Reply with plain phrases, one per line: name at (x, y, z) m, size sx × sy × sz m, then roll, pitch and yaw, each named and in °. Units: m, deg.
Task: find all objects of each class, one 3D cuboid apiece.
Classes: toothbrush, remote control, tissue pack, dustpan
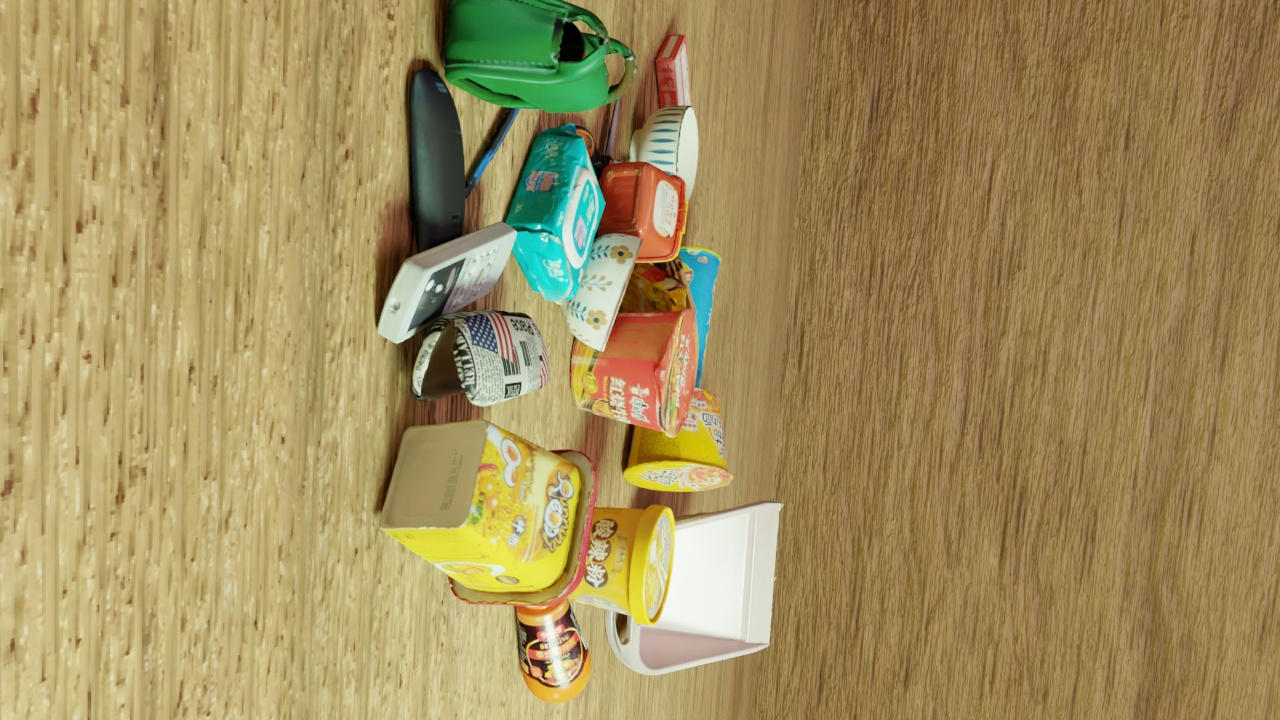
toothbrush at (-0.106, -0.192, 0.730) m, size 0.014 × 0.016 × 0.189 m, roll 91°, pitch 16°, yaw -52°
remote control at (-0.128, -0.056, 0.631) m, size 0.058 × 0.021 × 0.149 m, roll -62°, pitch 175°, yaw 24°
remote control at (-0.135, -0.125, 0.618) m, size 0.053 × 0.024 × 0.136 m, roll -48°, pitch 141°, yaw -68°
tissue pack at (-0.071, -0.129, 0.803) m, size 0.093 × 0.050 × 0.133 m, roll 69°, pitch 30°, yaw -57°
dustpan at (0.080, 0.316, 1.234) m, size 0.139 × 0.273 × 0.222 m, roll -142°, pitch -128°, yaw -78°

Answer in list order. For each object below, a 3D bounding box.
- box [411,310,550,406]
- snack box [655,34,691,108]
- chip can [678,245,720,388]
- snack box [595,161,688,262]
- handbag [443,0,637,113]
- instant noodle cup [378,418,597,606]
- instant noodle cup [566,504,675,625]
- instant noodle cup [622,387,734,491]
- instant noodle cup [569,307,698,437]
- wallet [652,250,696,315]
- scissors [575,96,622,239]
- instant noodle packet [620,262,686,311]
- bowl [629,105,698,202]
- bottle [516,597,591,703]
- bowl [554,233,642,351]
box at (-0.099, -0.004, 0.662) m, size 0.163 × 0.082 × 0.075 m, roll -10°, pitch 115°, yaw -76°
snack box at (0.047, -0.342, 1.211) m, size 0.075 × 0.025 × 0.153 m, roll -71°, pitch 160°, yaw -44°
chip can at (0.063, -0.051, 1.286) m, size 0.071 × 0.071 × 0.210 m, roll 51°, pitch 47°, yaw -69°
snack box at (0.000, -0.151, 0.922) m, size 0.080 × 0.082 × 0.091 m, roll 23°, pitch 72°, yaw -62°
handbag at (-0.070, -0.216, 0.641) m, size 0.131 × 0.120 × 0.068 m, roll -30°, pitch 126°, yaw -80°
instant noodle cup at (-0.106, 0.102, 0.639) m, size 0.123 × 0.116 × 0.116 m, roll 45°, pitch 46°, yaw -50°
instant noodle cup at (-0.033, 0.200, 0.935) m, size 0.118 × 0.114 × 0.118 m, roll 7°, pitch 89°, yaw -74°
instant noodle cup at (0.048, 0.101, 1.186) m, size 0.138 × 0.138 × 0.109 m, roll 61°, pitch 29°, yaw -64°
instant noodle cup at (-0.006, 0.006, 0.976) m, size 0.137 × 0.109 × 0.138 m, roll 8°, pitch 89°, yaw -74°
wallet at (0.029, -0.126, 1.106) m, size 0.108 × 0.031 × 0.131 m, roll 70°, pitch -3°, yaw -55°
scissors at (-0.039, -0.187, 0.956) m, size 0.233 × 0.022 × 0.221 m, roll -14°, pitch 109°, yaw -73°
instant noodle packet at (0.017, -0.051, 1.064) m, size 0.044 × 0.111 × 0.129 m, roll -32°, pitch 137°, yaw -25°
bowl at (0.026, -0.244, 1.090) m, size 0.116 × 0.066 × 0.116 m, roll 7°, pitch 89°, yaw -76°
bottle at (-0.088, 0.249, 0.863) m, size 0.066 × 0.067 × 0.150 m, roll -57°, pitch 142°, yaw -59°
bowl at (-0.044, -0.071, 0.871) m, size 0.113 × 0.062 × 0.113 m, roll -173°, pitch -77°, yaw -89°
